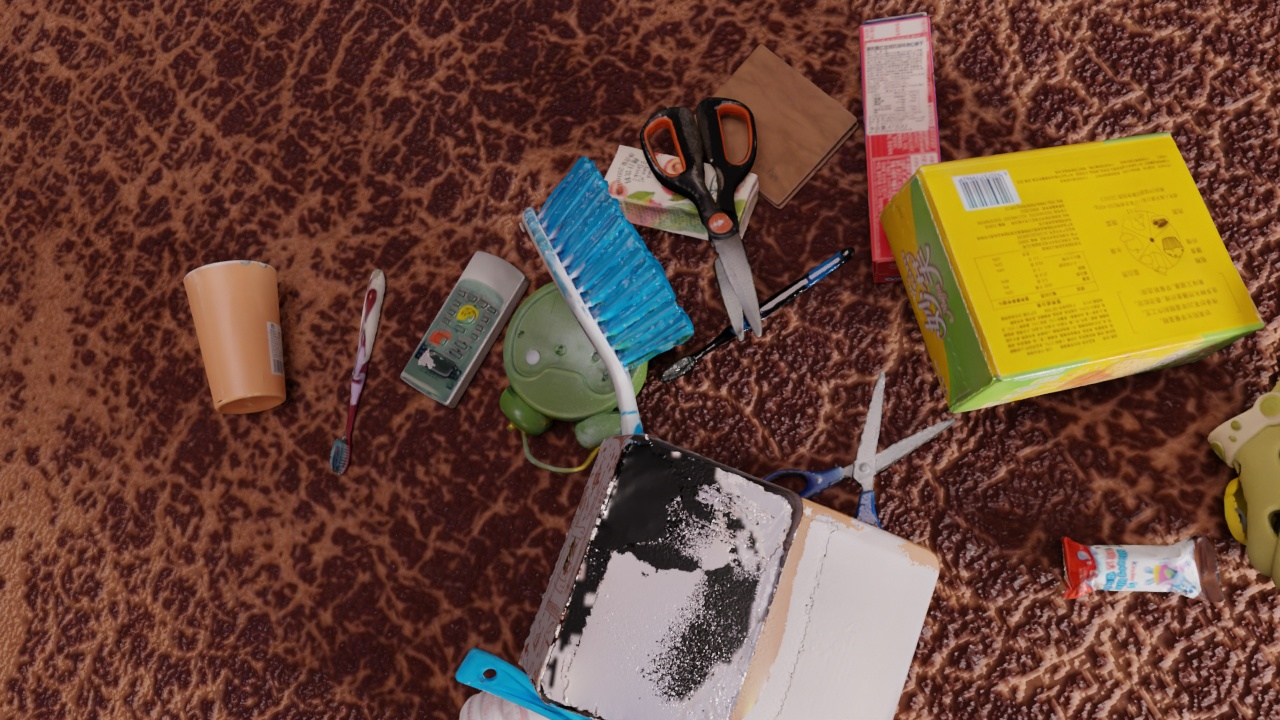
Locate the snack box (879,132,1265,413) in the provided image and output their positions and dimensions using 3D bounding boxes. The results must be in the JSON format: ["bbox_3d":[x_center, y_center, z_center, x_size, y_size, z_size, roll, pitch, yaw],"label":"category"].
[{"bbox_3d":[0.291,-0.063,0.633,0.210,0.070,0.157,-10,72,-14],"label":"snack box"}]

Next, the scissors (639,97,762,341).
[{"bbox_3d":[0.074,-0.120,0.712,0.148,0.022,0.234,-31,64,-9],"label":"scissors"}]

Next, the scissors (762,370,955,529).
[{"bbox_3d":[0.161,0.094,0.692,0.162,0.012,0.174,-9,73,12],"label":"scissors"}]

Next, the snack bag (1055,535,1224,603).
[{"bbox_3d":[0.339,0.143,0.629,0.105,0.026,0.045,-2,72,11],"label":"snack bag"}]

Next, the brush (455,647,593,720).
[{"bbox_3d":[-0.012,0.269,0.628,0.254,0.046,0.083,32,96,-4],"label":"brush"}]

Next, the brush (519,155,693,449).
[{"bbox_3d":[-0.004,0.004,0.679,0.109,0.060,0.314,-32,77,6],"label":"brush"}]

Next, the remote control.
[{"bbox_3d":[-0.151,-0.028,0.795,0.056,0.019,0.135,29,84,19],"label":"remote control"}]

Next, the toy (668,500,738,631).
[{"bbox_3d":[0.049,0.162,0.694,0.096,0.030,0.092,-33,69,10],"label":"toy"}]

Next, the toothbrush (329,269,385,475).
[{"bbox_3d":[-0.251,0.008,0.811,0.016,0.017,0.187,5,78,14],"label":"toothbrush"}]

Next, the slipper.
[{"bbox_3d":[0.430,0.058,0.609,0.082,0.091,0.190,5,85,55],"label":"slipper"}]

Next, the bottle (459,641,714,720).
[{"bbox_3d":[-0.032,0.244,0.671,0.197,0.068,0.068,-25,71,5],"label":"bottle"}]

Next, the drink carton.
[{"bbox_3d":[0.033,-0.136,0.764,0.122,0.045,0.053,16,67,15],"label":"drink carton"}]

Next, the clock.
[{"bbox_3d":[-0.052,0.011,0.742,0.116,0.056,0.161,12,79,17],"label":"clock"}]

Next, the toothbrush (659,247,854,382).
[{"bbox_3d":[0.094,-0.037,0.741,0.189,0.016,0.014,-34,78,2],"label":"toothbrush"}]

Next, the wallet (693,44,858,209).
[{"bbox_3d":[0.109,-0.199,0.778,0.115,0.020,0.101,42,90,17],"label":"wallet"}]

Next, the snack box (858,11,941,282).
[{"bbox_3d":[0.207,-0.167,0.725,0.058,0.057,0.207,-3,76,15],"label":"snack box"}]

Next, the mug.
[{"bbox_3d":[-0.355,-0.018,0.817,0.078,0.078,0.122,-17,78,9],"label":"mug"}]

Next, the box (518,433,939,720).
[{"bbox_3d":[0.071,0.170,0.613,0.259,0.082,0.176,23,81,-13],"label":"box"}]
